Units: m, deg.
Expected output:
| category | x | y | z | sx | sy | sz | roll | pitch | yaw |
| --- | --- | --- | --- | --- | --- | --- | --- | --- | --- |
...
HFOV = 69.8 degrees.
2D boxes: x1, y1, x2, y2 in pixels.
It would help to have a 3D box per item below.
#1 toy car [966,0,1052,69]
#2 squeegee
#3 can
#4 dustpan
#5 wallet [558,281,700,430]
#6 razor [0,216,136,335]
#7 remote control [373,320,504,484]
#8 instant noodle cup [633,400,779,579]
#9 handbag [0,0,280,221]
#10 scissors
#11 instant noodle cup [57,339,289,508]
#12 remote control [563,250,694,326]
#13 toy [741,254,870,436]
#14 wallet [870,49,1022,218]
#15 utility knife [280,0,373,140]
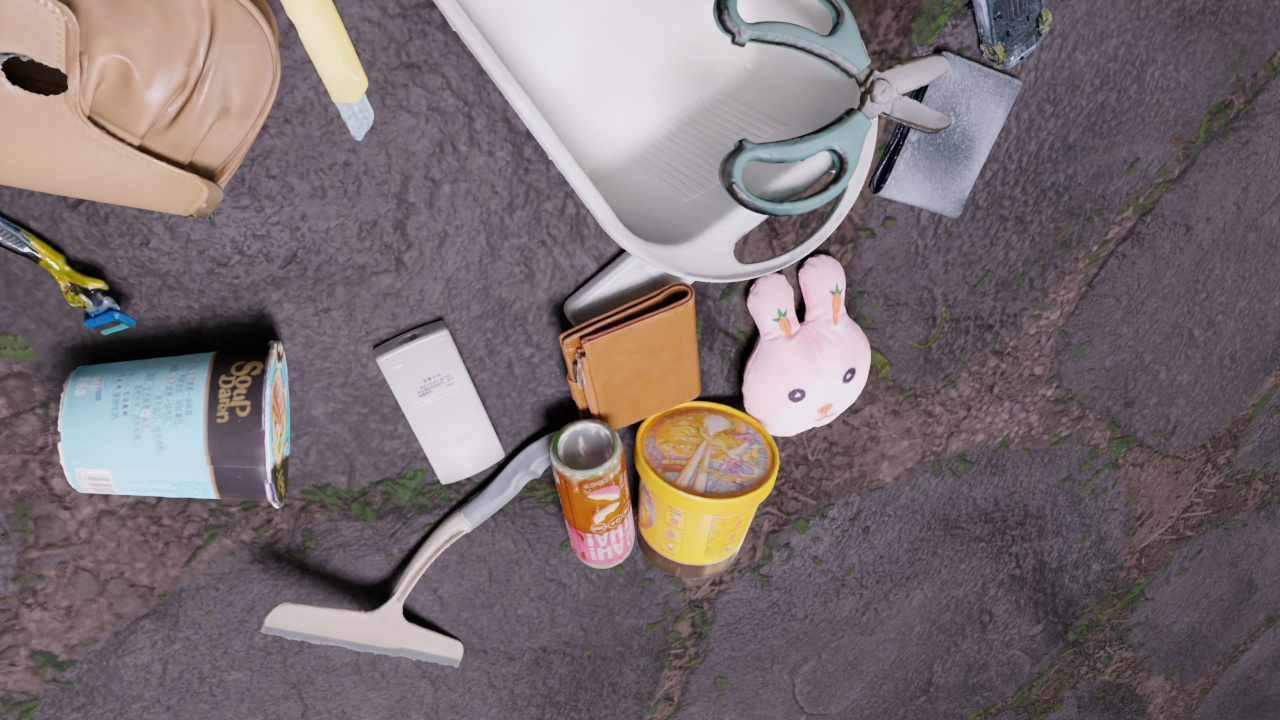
| category | x | y | z | sx | sy | sz | roll | pitch | yaw |
| --- | --- | --- | --- | --- | --- | --- | --- | --- | --- |
| toy car | 0.271 | -0.272 | 0.679 | 0.054 | 0.036 | 0.120 | -39 | 139 | 2 |
| squeegee | -0.144 | 0.137 | 0.750 | 0.246 | 0.039 | 0.246 | -47 | 147 | 0 |
| can | -0.037 | 0.112 | 0.751 | 0.058 | 0.058 | 0.147 | -20 | 141 | -12 |
| dustpan | 0.029 | -0.184 | 0.542 | 0.222 | 0.142 | 0.258 | -37 | 133 | -10 |
| wallet | -0.004 | 0.004 | 0.713 | 0.107 | 0.031 | 0.132 | -23 | 145 | -9 |
| razor | -0.358 | -0.066 | 0.528 | 0.043 | 0.022 | 0.142 | -10 | 137 | 38 |
| remote control | -0.149 | 0.035 | 0.691 | 0.056 | 0.019 | 0.135 | -25 | 128 | -9 |
| instant noodle cup | 0.049 | 0.114 | 0.780 | 0.118 | 0.118 | 0.115 | -9 | 131 | -20 |
| handbag | -0.290 | -0.149 | 0.453 | 0.204 | 0.099 | 0.148 | 8 | 120 | -25 |
| scissors | 0.108 | -0.175 | 0.550 | 0.174 | 0.019 | 0.176 | -28 | 101 | -11 |
| instant noodle cup | -0.291 | 0.040 | 0.583 | 0.120 | 0.111 | 0.111 | -1 | 121 | -15 |
| remote control | 0.006 | -0.065 | 0.698 | 0.136 | 0.020 | 0.056 | -39 | 128 | 6 |
| toy | 0.138 | -0.008 | 0.781 | 0.121 | 0.054 | 0.160 | -21 | 120 | -12 |
| wallet | 0.247 | -0.180 | 0.740 | 0.097 | 0.019 | 0.121 | 7 | 116 | -31 |
| utility knife | -0.191 | -0.202 | 0.518 | 0.031 | 0.019 | 0.175 | -23 | 127 | -5 |
